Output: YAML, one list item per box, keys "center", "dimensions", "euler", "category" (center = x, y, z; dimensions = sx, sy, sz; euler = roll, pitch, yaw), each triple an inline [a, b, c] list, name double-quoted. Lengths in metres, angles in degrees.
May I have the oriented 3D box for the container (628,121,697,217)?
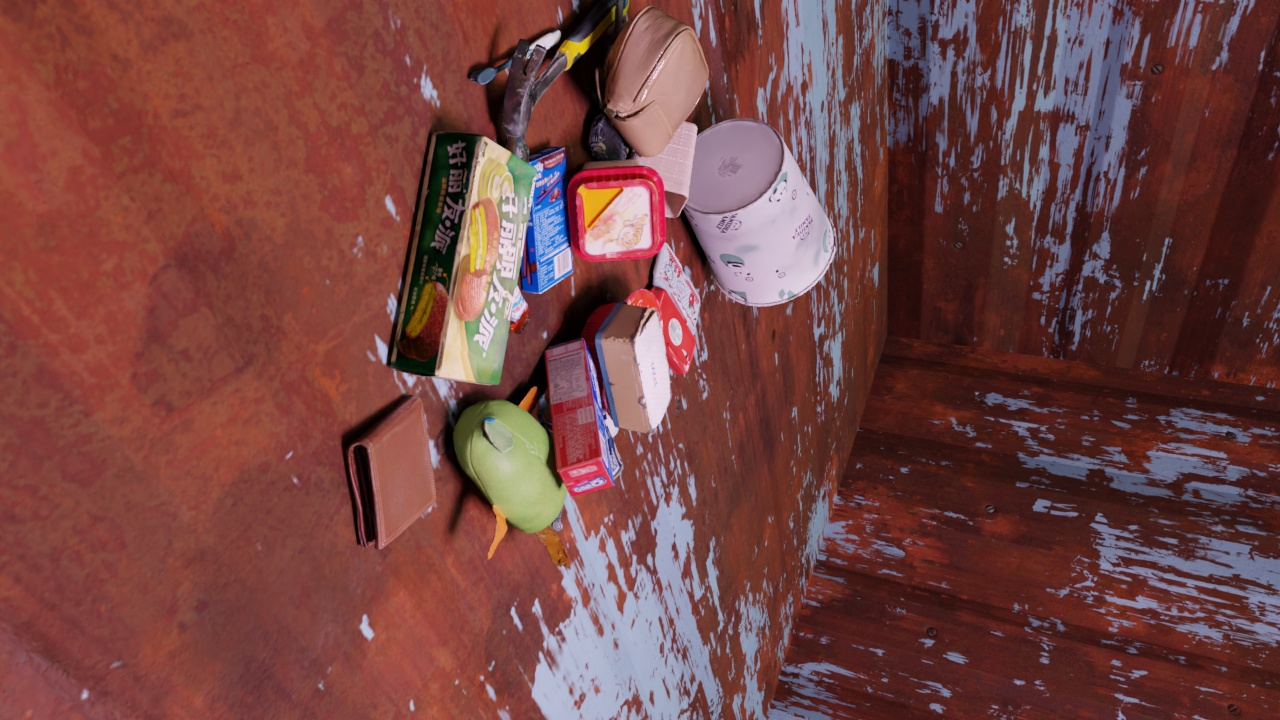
- center: [0.026, -0.271, 1.269]
  dimensions: [0.090, 0.090, 0.110]
  euler: [126, -24, -75]
  category: "container"

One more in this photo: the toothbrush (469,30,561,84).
- center: [-0.132, -0.332, 0.999]
  dimensions: [0.191, 0.018, 0.016]
  euler: [-54, 148, -50]
  category: "toothbrush"

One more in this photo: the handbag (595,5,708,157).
- center: [0.011, -0.345, 1.137]
  dimensions: [0.148, 0.100, 0.204]
  euler: [-59, 167, 2]
  category: "handbag"

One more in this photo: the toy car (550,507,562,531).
- center: [-0.119, 0.183, 1.194]
  dimensions: [0.034, 0.043, 0.090]
  euler: [14, 82, -40]
  category: "toy car"

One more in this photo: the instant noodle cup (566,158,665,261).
- center: [-0.032, -0.195, 1.142]
  dimensions: [0.124, 0.116, 0.116]
  euler: [-100, -174, -62]
  category: "instant noodle cup"

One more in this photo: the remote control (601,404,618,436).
- center: [-0.069, 0.100, 1.300]
  dimensions: [0.135, 0.020, 0.056]
  euler: [-31, 126, -58]
  category: "remote control"

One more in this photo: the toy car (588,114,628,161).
- center: [-0.044, -0.278, 1.199]
  dimensions: [0.105, 0.031, 0.048]
  euler: [56, 45, -61]
  category: "toy car"

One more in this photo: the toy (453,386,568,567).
- center: [-0.140, 0.128, 1.061]
  dimensions: [0.247, 0.090, 0.226]
  euler: [61, 27, -47]
  category: "toy"

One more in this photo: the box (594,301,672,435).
- center: [-0.007, 0.007, 1.200]
  dimensions: [0.089, 0.060, 0.184]
  euler: [-57, 145, -44]
  category: "box"

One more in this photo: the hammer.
- center: [-0.080, -0.358, 1.060]
  dimensions: [0.126, 0.032, 0.322]
  euler: [101, 12, -47]
  category: "hammer"

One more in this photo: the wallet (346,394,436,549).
- center: [-0.241, 0.109, 0.899]
  dimensions: [0.101, 0.032, 0.125]
  euler: [-45, 139, -58]
  category: "wallet"

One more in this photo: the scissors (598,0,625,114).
- center: [-0.032, -0.379, 1.149]
  dimensions: [0.180, 0.019, 0.139]
  euler: [88, 23, -69]
  category: "scissors"

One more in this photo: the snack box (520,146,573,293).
- center: [-0.114, -0.166, 1.086]
  dimensions: [0.084, 0.026, 0.157]
  euler: [-44, 138, -56]
  category: "snack box"

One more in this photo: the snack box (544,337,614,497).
- center: [-0.075, 0.064, 1.107]
  dimensions: [0.207, 0.058, 0.057]
  euler: [-102, 174, -46]
  category: "snack box"

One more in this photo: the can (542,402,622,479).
- center: [-0.075, 0.103, 1.197]
  dimensions: [0.075, 0.075, 0.111]
  euler: [-54, 135, -46]
  category: "can"

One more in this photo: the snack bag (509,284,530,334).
- center: [-0.151, -0.077, 1.036]
  dimensions: [0.045, 0.026, 0.105]
  euler: [-62, 149, -30]
  category: "snack bag"

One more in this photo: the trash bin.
- center: [0.182, -0.249, 1.516]
  dimensions: [0.252, 0.230, 0.229]
  euler: [46, 56, -54]
  category: "trash bin"

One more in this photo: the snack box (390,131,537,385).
- center: [-0.175, -0.098, 0.924]
  dimensions: [0.114, 0.063, 0.240]
  euler: [16, 84, -68]
  category: "snack box"

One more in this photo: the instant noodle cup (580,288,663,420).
- center: [-0.033, -0.008, 1.288]
  dimensions: [0.193, 0.066, 0.194]
  euler: [9, 90, -66]
  category: "instant noodle cup"

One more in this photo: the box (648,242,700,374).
- center: [0.055, -0.080, 1.498]
  dimensions: [0.201, 0.038, 0.157]
  euler: [51, 52, -59]
  category: "box"
